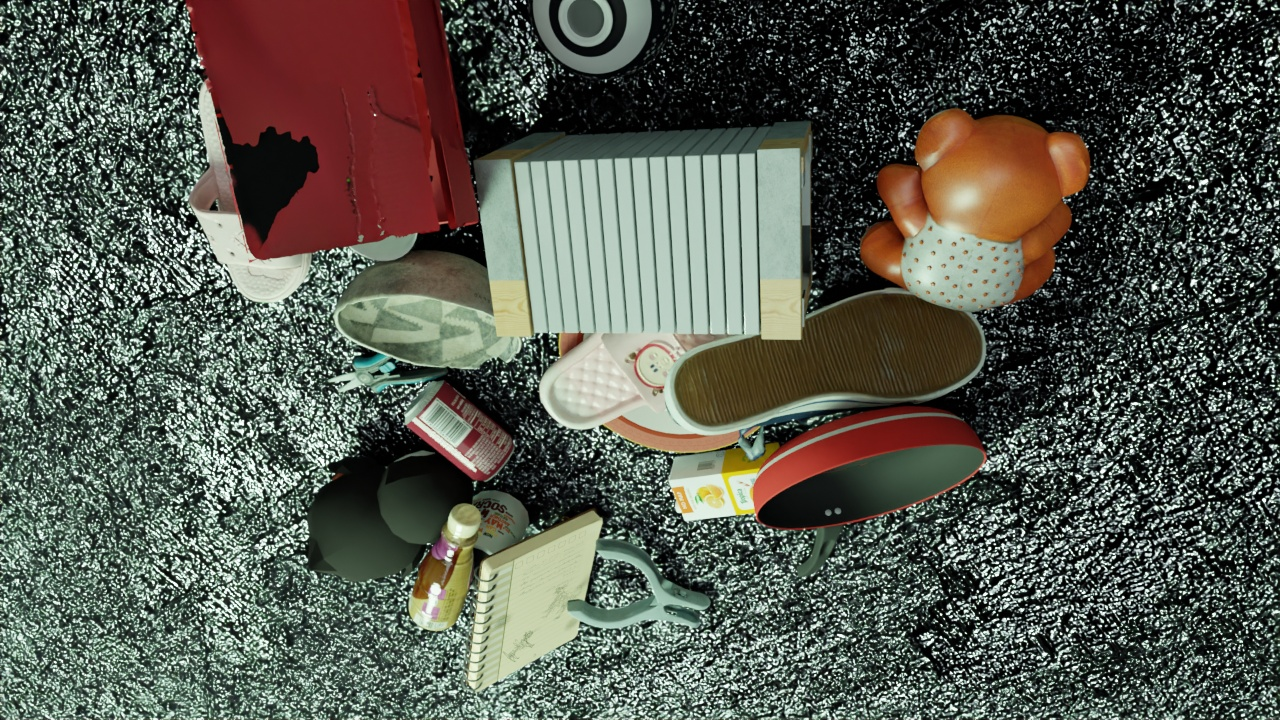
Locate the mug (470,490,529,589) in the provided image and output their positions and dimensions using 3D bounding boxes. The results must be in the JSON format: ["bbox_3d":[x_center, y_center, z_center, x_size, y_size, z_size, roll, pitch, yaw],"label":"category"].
[{"bbox_3d":[-0.172,0.220,1.073,0.074,0.089,0.105,-19,117,24],"label":"mug"}]

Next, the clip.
[{"bbox_3d":[-0.017,0.297,1.097,0.173,0.030,0.159,35,112,-17],"label":"clip"}]

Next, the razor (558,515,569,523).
[{"bbox_3d":[-0.103,0.245,1.113,0.043,0.022,0.145,15,125,3],"label":"razor"}]

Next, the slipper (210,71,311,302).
[{"bbox_3d":[-0.384,-0.155,0.892,0.094,0.064,0.240,10,123,8],"label":"slipper"}]

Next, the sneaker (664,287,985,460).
[{"bbox_3d":[0.162,0.016,0.836,0.294,0.127,0.120,-12,82,-6],"label":"sneaker"}]

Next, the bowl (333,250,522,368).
[{"bbox_3d":[-0.198,-0.058,0.884,0.178,0.081,0.179,2,160,1],"label":"bowl"}]

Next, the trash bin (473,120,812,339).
[{"bbox_3d":[0.013,-0.110,0.758,0.247,0.142,0.142,1,112,13],"label":"trash bin"}]

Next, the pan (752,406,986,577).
[{"bbox_3d":[0.197,0.139,0.899,0.208,0.067,0.357,-8,154,-10],"label":"pan"}]

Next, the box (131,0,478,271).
[{"bbox_3d":[-0.180,-0.189,0.624,0.121,0.317,0.211,-5,103,15],"label":"box"}]

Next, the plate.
[{"bbox_3d":[0.032,-0.004,0.913,0.230,0.021,0.230,7,124,10],"label":"plate"}]

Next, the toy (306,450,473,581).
[{"bbox_3d":[-0.276,0.171,1.034,0.184,0.139,0.159,-25,102,23],"label":"toy"}]

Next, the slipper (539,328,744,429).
[{"bbox_3d":[-0.005,0.005,0.879,0.222,0.055,0.107,-26,112,26],"label":"slipper"}]

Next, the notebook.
[{"bbox_3d":[-0.128,0.285,1.073,0.024,0.167,0.226,41,134,34],"label":"notebook"}]

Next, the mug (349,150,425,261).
[{"bbox_3d":[-0.214,-0.161,0.826,0.085,0.094,0.122,35,124,-10],"label":"mug"}]

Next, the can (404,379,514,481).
[{"bbox_3d":[-0.197,0.077,0.999,0.114,0.063,0.063,42,123,-15],"label":"can"}]

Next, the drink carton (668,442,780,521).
[{"bbox_3d":[0.093,0.130,0.976,0.123,0.040,0.058,-10,120,20],"label":"drink carton"}]

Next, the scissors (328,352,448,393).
[{"bbox_3d":[-0.276,0.007,1.000,0.123,0.019,0.149,26,131,-8],"label":"scissors"}]

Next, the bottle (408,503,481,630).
[{"bbox_3d":[-0.206,0.220,0.988,0.059,0.059,0.166,23,124,-1],"label":"bottle"}]

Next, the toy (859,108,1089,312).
[{"bbox_3d":[0.271,-0.123,0.740,0.164,0.092,0.173,14,138,8],"label":"toy"}]

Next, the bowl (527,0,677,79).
[{"bbox_3d":[-0.035,-0.277,0.720,0.120,0.066,0.120,7,124,10],"label":"bowl"}]
